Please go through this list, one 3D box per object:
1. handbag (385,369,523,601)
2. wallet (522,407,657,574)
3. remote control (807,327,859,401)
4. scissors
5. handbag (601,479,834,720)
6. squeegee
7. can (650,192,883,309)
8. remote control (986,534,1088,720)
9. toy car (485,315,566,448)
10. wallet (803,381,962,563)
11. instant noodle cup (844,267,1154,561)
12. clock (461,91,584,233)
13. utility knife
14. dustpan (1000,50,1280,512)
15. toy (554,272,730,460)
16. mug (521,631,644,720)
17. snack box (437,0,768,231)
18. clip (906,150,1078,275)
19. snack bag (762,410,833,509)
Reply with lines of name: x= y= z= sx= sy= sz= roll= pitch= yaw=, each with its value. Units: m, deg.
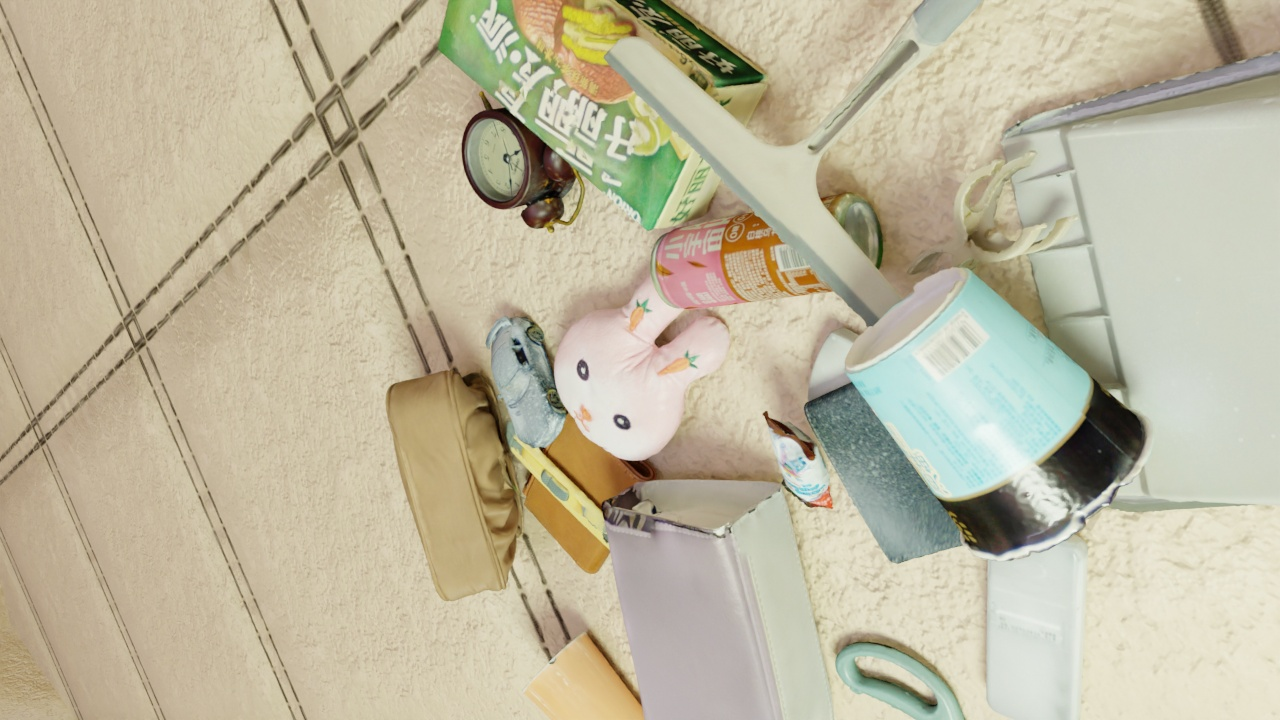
handbag: x=-0.159 y=0.105 z=0.830 sx=0.147 sy=0.100 sz=0.204 roll=-115 pitch=13 yaw=-77
wallet: x=-0.051 y=0.108 z=0.792 sx=0.108 sy=0.031 sz=0.132 roll=42 pitch=128 yaw=19
remote control: x=0.169 y=0.031 z=0.573 sx=0.135 sy=0.019 sz=0.056 roll=30 pitch=125 yaw=30
scissors: x=0.203 y=0.284 z=0.644 sx=0.174 sy=0.019 sz=0.177 roll=30 pitch=123 yaw=28
handbag: x=0.054 y=0.191 z=0.684 sx=0.145 sy=0.098 sz=0.197 roll=-3 pitch=105 yaw=41
squeegee: x=0.135 y=-0.159 z=0.455 sx=0.246 sy=0.039 sz=0.247 roll=45 pitch=132 yaw=2
can: x=0.078 y=-0.067 z=0.590 sx=0.148 sy=0.057 sz=0.058 roll=-4 pitch=103 yaw=43
remote control: x=0.241 y=0.163 z=0.560 sx=0.056 sy=0.020 sz=0.136 roll=8 pitch=112 yaw=41
toy car: x=-0.099 y=0.018 z=0.777 sx=0.054 sy=0.036 sz=0.120 roll=-47 pitch=54 yaw=35
wallet: x=0.166 y=0.062 z=0.562 sx=0.097 sy=0.019 sz=0.121 roll=-31 pitch=87 yaw=43
instant noodle cup: x=0.171 y=0.020 z=0.467 sx=0.120 sy=0.111 sz=0.111 roll=46 pitch=133 yaw=-4
clock: x=-0.085 y=-0.151 z=0.705 sx=0.122 sy=0.055 sz=0.082 roll=42 pitch=129 yaw=20
utility knife: x=-0.055 y=0.115 z=0.772 sx=0.175 sy=0.019 sz=0.031 roll=38 pitch=134 yaw=15
dustpan: x=0.330 y=-0.040 z=0.411 sx=0.258 sy=0.142 sz=0.223 roll=-175 pitch=68 yaw=-72
toy: x=-0.004 y=0.004 z=0.699 sx=0.121 sy=0.054 sz=0.160 roll=51 pitch=124 yaw=14
mug: x=-0.039 y=0.321 z=0.838 sx=0.123 sy=0.078 sz=0.078 roll=45 pitch=131 yaw=13
snack box: x=-0.035 y=-0.206 z=0.632 sx=0.240 sy=0.063 sz=0.115 roll=44 pitch=131 yaw=20
clip: x=0.191 y=-0.058 z=0.494 sx=0.089 sy=0.034 sz=0.104 roll=52 pitch=144 yaw=34
snack bag: x=0.107 y=0.069 z=0.613 sx=0.045 sy=0.026 sz=0.105 roll=44 pitch=170 yaw=36
